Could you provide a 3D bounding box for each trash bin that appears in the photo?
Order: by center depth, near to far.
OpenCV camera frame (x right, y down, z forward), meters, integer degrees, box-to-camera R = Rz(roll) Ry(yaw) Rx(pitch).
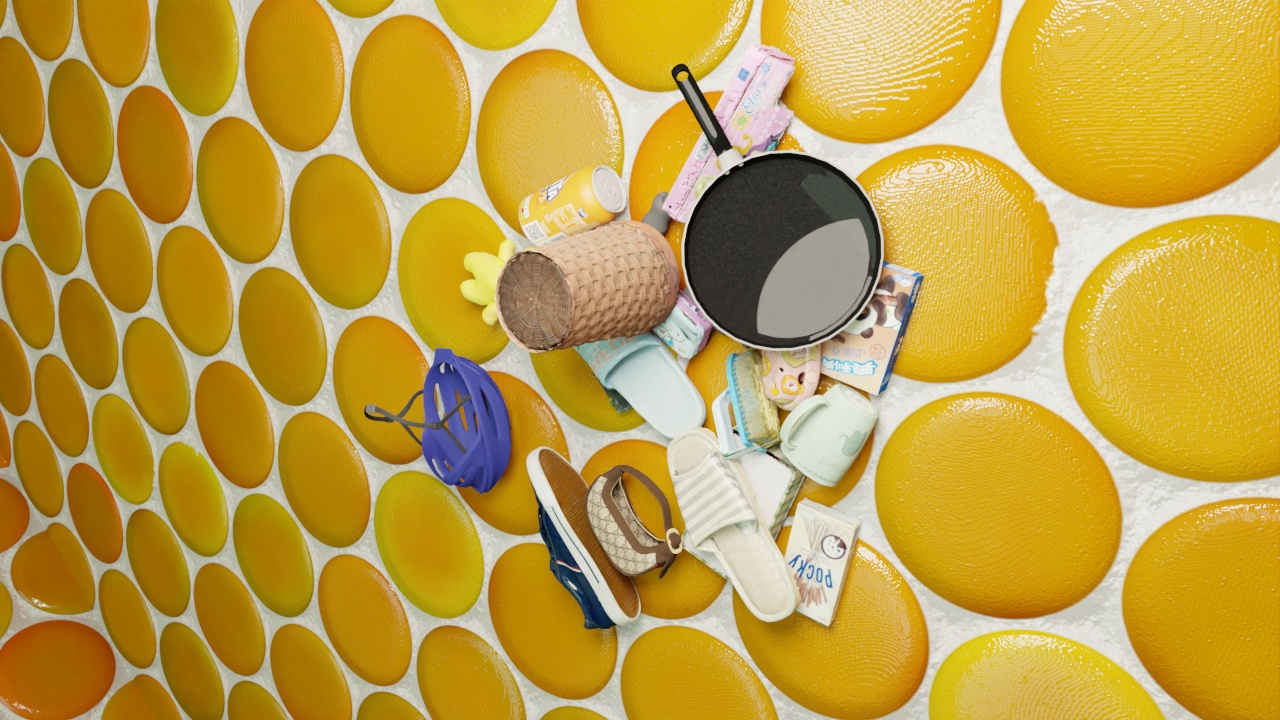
[{"bbox_3d":[-0.069,-0.090,1.124,0.151,0.209,0.151,9,106,34],"label":"trash bin"}]

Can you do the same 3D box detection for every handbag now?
[{"bbox_3d":[-0.007,0.229,1.310,0.166,0.063,0.139,56,137,23],"label":"handbag"}]

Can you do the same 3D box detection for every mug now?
[{"bbox_3d":[0.222,0.083,1.106,0.104,0.111,0.084,-57,35,21],"label":"mug"}]

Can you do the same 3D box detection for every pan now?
[{"bbox_3d":[0.129,-0.182,1.053,0.225,0.034,0.356,-29,88,8],"label":"pan"}]

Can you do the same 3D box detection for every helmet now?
[{"bbox_3d":[-0.306,0.105,1.400,0.148,0.227,0.241,3,102,44],"label":"helmet"}]

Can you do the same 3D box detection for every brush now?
[{"bbox_3d":[0.129,0.053,1.175,0.075,0.055,0.135,-25,58,28],"label":"brush"}]

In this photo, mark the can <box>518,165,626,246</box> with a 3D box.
[{"bbox_3d":[-0.095,-0.212,1.266,0.143,0.078,0.079,-18,91,36],"label":"can"}]

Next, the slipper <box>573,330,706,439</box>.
[{"bbox_3d":[-0.007,0.007,1.252,0.104,0.074,0.245,-45,77,11],"label":"slipper"}]

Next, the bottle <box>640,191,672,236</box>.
[{"bbox_3d":[0.016,-0.175,1.222,0.036,0.036,0.110,47,134,16],"label":"bottle"}]

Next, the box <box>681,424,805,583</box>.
[{"bbox_3d":[0.137,0.193,1.229,0.118,0.050,0.206,32,117,27],"label":"box"}]

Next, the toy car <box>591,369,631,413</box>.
[{"bbox_3d":[-0.036,0.032,1.318,0.039,0.027,0.089,-36,77,27],"label":"toy car"}]

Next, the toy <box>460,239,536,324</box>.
[{"bbox_3d":[-0.178,-0.104,1.344,0.208,0.092,0.134,19,109,32],"label":"toy"}]

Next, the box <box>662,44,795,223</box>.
[{"bbox_3d":[0.118,-0.258,1.107,0.077,0.084,0.231,40,121,17],"label":"box"}]

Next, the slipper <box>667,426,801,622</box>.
[{"bbox_3d":[0.115,0.216,1.190,0.115,0.053,0.272,-33,83,42],"label":"slipper"}]

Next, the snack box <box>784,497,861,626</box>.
[{"bbox_3d":[0.229,0.262,1.196,0.082,0.026,0.150,20,112,29],"label":"snack box"}]

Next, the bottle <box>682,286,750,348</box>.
[{"bbox_3d":[0.103,-0.057,1.200,0.113,0.030,0.030,44,122,18],"label":"bottle"}]

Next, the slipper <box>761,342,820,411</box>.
[{"bbox_3d":[0.168,-0.037,1.117,0.093,0.081,0.197,-155,68,-67],"label":"slipper"}]

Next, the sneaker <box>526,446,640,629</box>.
[{"bbox_3d":[-0.116,0.276,1.389,0.127,0.120,0.294,-26,89,23],"label":"sneaker"}]

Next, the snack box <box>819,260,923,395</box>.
[{"bbox_3d":[0.268,-0.044,1.087,0.087,0.034,0.151,25,114,28],"label":"snack box"}]

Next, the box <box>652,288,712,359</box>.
[{"bbox_3d":[0.008,-0.091,1.234,0.214,0.036,0.076,44,150,19],"label":"box"}]
